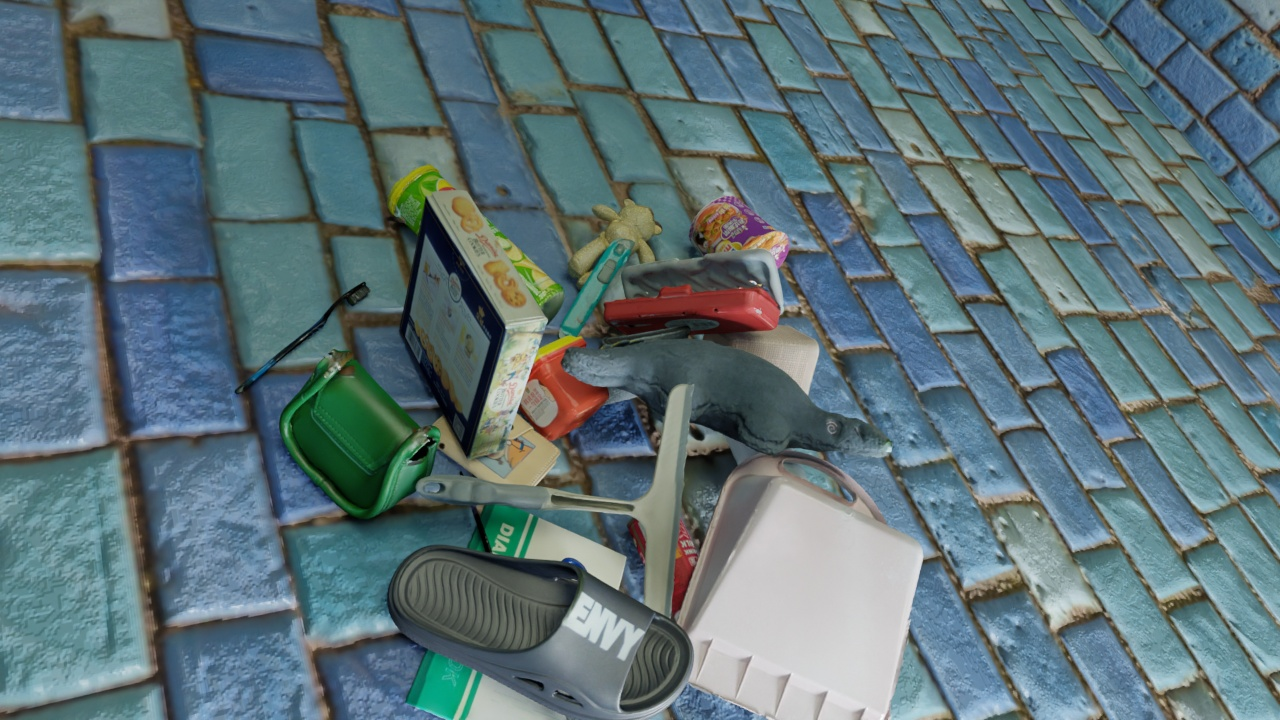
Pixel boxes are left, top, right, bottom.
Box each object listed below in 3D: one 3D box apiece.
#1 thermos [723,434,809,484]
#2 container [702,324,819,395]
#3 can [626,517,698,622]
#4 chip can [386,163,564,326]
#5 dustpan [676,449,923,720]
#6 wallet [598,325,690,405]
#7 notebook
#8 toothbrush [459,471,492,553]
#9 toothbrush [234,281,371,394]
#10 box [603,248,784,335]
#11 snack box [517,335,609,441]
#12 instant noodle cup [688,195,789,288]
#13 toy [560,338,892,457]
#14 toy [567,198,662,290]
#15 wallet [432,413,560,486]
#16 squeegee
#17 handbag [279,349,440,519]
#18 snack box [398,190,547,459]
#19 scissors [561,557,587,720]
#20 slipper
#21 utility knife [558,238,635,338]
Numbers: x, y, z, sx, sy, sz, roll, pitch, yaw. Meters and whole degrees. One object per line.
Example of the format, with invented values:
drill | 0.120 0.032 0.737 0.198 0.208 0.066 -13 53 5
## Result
thermos | 0.165 0.160 1.001 0.073 0.073 0.224 -5 59 -33
container | 0.132 0.004 1.077 0.110 0.090 0.090 6 16 -22
can | 0.036 0.209 0.897 0.053 0.053 0.132 -8 60 -35
chip can | -0.180 -0.121 1.020 0.221 0.073 0.072 44 46 7
dustpan | 0.158 0.221 0.905 0.222 0.139 0.273 29 77 -6
wallet | -0.006 0.006 1.003 0.120 0.097 0.019 -12 52 -36
notebook | -0.103 0.236 0.826 0.150 0.012 0.208 25 47 -9
toothbrush | -0.136 0.183 0.832 0.016 0.014 0.189 -16 62 -21
toothbrush | -0.327 -0.024 0.900 0.016 0.014 0.189 53 44 -17
box | 0.062 -0.078 1.038 0.094 0.202 0.091 30 63 -51
snack box | -0.085 0.031 0.945 0.081 0.091 0.080 -27 79 -41
instant noodle cup | 0.124 -0.156 1.207 0.111 0.112 0.099 -14 55 -37
toy | 0.088 0.035 0.957 0.356 0.091 0.137 17 14 -9
toy | -0.033 -0.142 1.136 0.105 0.066 0.156 44 52 -5
wallet | -0.144 0.083 0.913 0.115 0.024 0.087 35 48 8
squeegee | -0.083 0.129 0.843 0.246 0.039 0.246 8 82 -17
handbag | -0.245 0.064 0.804 0.131 0.120 0.067 42 40 8
snack box | -0.164 -0.033 0.864 0.045 0.183 0.178 -11 53 -34
scissors | -0.058 0.254 0.819 0.128 0.012 0.173 -27 73 -41
slipper | -0.083 0.220 0.762 0.268 0.083 0.110 19 57 1
utility knife | -0.052 -0.084 1.072 0.029 0.013 0.161 33 68 -7
